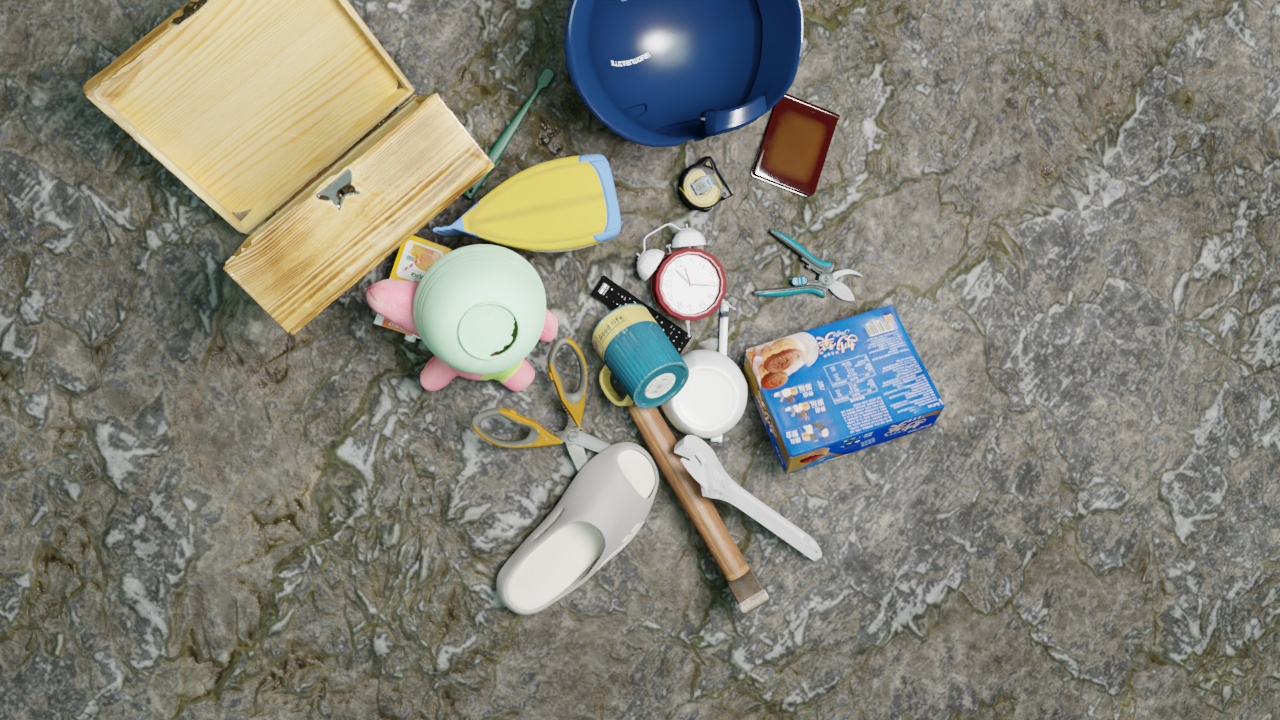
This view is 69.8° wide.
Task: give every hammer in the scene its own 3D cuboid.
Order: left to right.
[{"bbox_3d":[0.070,0.179,1.160,0.037,0.158,0.300,-30,85,-2],"label":"hammer"}]

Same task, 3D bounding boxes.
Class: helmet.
[{"bbox_3d":[0.023,-0.364,1.049,0.271,0.223,0.232,-26,114,-35],"label":"helmet"}]

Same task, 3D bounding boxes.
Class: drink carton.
[{"bbox_3d":[-0.279,-0.088,1.125,0.058,0.040,0.122,19,92,-9],"label":"drink carton"}]

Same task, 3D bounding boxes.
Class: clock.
[{"bbox_3d":[0.054,-0.106,1.166,0.096,0.048,0.137,-31,99,-5],"label":"clock"}]

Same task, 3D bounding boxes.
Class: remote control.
[{"bbox_3d":[0.002,-0.058,1.182,0.140,0.009,0.030,34,89,-9],"label":"remote control"}]

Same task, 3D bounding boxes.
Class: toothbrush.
[{"bbox_3d":[-0.163,-0.282,1.139,0.016,0.017,0.190,34,91,-9],"label":"toothbrush"},{"bbox_3d":[0.104,0.015,1.201,0.017,0.012,0.187,2,94,-6],"label":"toothbrush"}]

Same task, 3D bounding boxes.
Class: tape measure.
[{"bbox_3d":[0.078,-0.221,1.168,0.061,0.034,0.061,-34,97,-2],"label":"tape measure"}]

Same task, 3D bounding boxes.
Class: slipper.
[{"bbox_3d":[-0.071,0.223,1.152,0.266,0.080,0.113,-45,109,-3],"label":"slipper"}]

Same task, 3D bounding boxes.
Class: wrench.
[{"bbox_3d":[0.143,0.181,1.176,0.018,0.086,0.273,-40,122,22],"label":"wrench"}]

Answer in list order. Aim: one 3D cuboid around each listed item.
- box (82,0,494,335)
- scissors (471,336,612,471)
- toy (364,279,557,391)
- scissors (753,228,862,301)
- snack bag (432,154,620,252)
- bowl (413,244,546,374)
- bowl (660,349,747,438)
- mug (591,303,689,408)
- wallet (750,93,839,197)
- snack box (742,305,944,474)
[{"bbox_3d":[-0.381,-0.257,1.000,0.279,0.284,0.323,-42,111,-3],"label":"box"},{"bbox_3d":[-0.093,0.072,1.153,0.225,0.016,0.216,20,98,-23],"label":"scissors"},{"bbox_3d":[-0.216,-0.046,1.092,0.236,0.097,0.192,20,101,-36],"label":"toy"},{"bbox_3d":[0.214,-0.120,1.203,0.154,0.019,0.124,-18,98,-8],"label":"scissors"},{"bbox_3d":[-0.135,-0.171,1.079,0.205,0.159,0.102,-13,97,-6],"label":"snack bag"},{"bbox_3d":[-0.172,-0.046,1.012,0.150,0.077,0.151,-7,116,-15],"label":"bowl"},{"bbox_3d":[0.081,0.045,1.164,0.116,0.065,0.116,0,93,2],"label":"bowl"},{"bbox_3d":[-0.007,0.007,1.130,0.083,0.107,0.114,1,132,-45],"label":"mug"},{"bbox_3d":[0.199,-0.281,1.191,0.091,0.018,0.115,19,88,-9],"label":"wallet"},{"bbox_3d":[0.251,0.035,1.161,0.202,0.069,0.155,-17,65,-7],"label":"snack box"}]
